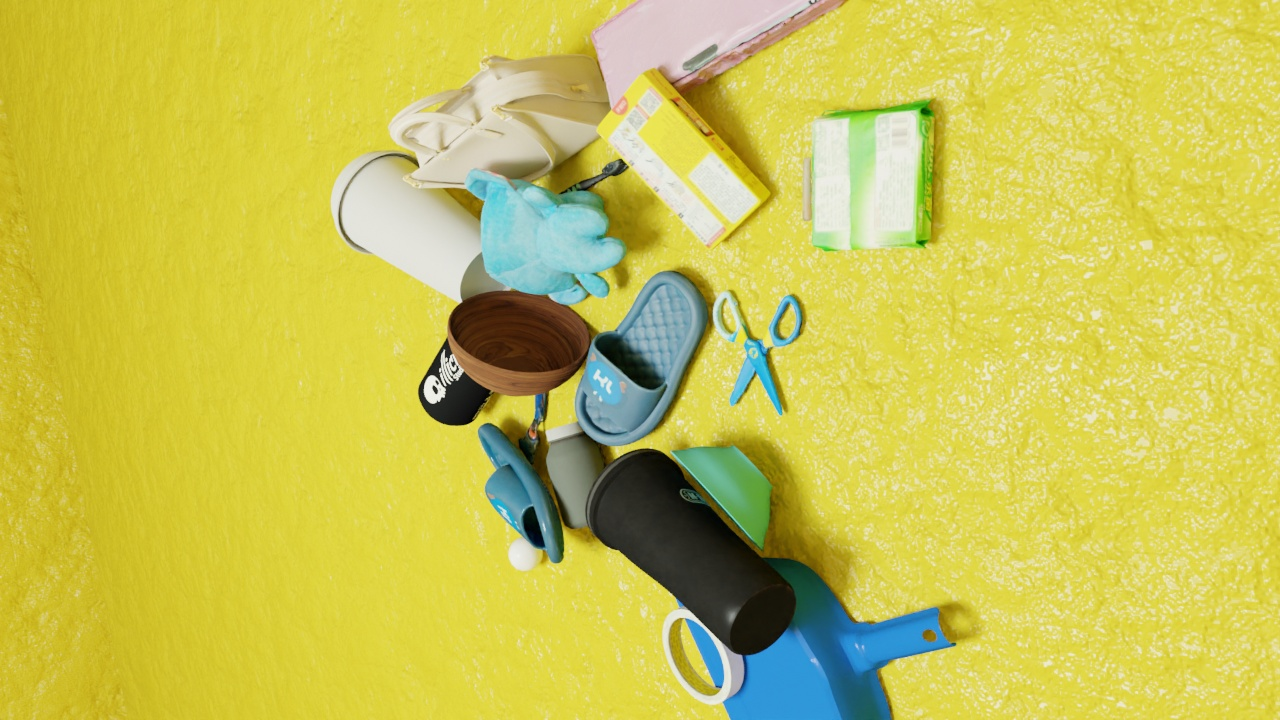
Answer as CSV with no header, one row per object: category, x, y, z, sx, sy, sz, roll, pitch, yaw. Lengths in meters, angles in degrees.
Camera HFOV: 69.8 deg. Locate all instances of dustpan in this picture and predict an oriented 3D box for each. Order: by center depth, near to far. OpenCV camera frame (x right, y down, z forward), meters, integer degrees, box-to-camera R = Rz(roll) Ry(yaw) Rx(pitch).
dustpan,0.162,0.266,0.802,0.258,0.059,0.245,-40,71,51

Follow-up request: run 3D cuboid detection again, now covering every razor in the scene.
razor,-0.116,0.047,1.043,0.044,0.018,0.141,43,126,56

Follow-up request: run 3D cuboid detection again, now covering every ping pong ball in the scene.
ping pong ball,-0.136,0.228,1.085,0.040,0.040,0.040,11,106,42

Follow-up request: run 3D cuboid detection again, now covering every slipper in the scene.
slipper,-0.005,0.005,0.903,0.104,0.059,0.214,50,127,21
slipper,-0.140,0.151,1.029,0.213,0.059,0.104,46,158,46

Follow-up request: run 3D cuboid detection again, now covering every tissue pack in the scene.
tissue pack,0.178,-0.141,0.715,0.100,0.034,0.114,6,103,40

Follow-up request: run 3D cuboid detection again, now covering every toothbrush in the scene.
toothbrush,-0.077,-0.174,0.961,0.189,0.017,0.014,-19,88,45

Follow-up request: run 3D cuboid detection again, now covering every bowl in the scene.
bowl,0.085,0.112,0.831,0.046,0.121,0.121,-42,63,-3
bowl,-0.131,-0.005,0.963,0.147,0.147,0.069,39,132,31

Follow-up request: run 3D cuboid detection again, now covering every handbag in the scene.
handbag,-0.157,-0.228,0.898,0.195,0.197,0.101,-21,84,43

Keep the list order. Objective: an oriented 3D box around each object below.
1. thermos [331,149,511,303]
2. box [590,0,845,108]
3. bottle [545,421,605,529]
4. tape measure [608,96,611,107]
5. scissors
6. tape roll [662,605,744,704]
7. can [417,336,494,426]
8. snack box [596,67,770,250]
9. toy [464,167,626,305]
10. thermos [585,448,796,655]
thermos,-0.244,-0.145,1.050,0.222,0.131,0.132,35,121,29
box,0.056,-0.292,0.778,0.233,0.041,0.098,-17,90,39
bottle,-0.067,0.122,0.984,0.060,0.060,0.108,-19,86,44
tape measure,-0.003,-0.263,0.871,0.064,0.016,0.065,27,117,37
scissors,0.100,-0.012,0.830,0.125,0.016,0.126,42,124,33
tape roll,0.058,0.278,0.872,0.094,0.019,0.094,22,119,46
can,-0.199,0.007,1.069,0.080,0.080,0.146,55,130,20
snack box,0.036,-0.176,0.808,0.152,0.025,0.075,47,132,-2
toy,-0.083,-0.130,0.913,0.181,0.114,0.183,-2,133,43
thermos,0.043,0.170,0.828,0.219,0.105,0.106,36,122,50
